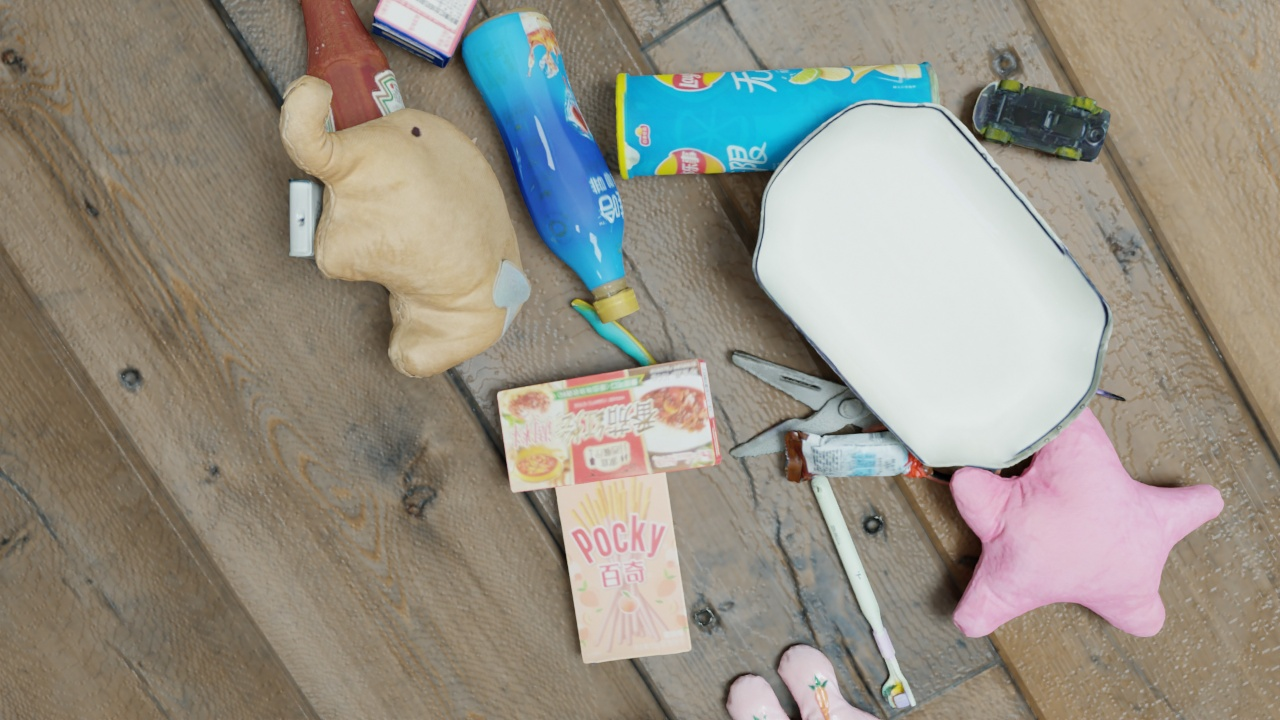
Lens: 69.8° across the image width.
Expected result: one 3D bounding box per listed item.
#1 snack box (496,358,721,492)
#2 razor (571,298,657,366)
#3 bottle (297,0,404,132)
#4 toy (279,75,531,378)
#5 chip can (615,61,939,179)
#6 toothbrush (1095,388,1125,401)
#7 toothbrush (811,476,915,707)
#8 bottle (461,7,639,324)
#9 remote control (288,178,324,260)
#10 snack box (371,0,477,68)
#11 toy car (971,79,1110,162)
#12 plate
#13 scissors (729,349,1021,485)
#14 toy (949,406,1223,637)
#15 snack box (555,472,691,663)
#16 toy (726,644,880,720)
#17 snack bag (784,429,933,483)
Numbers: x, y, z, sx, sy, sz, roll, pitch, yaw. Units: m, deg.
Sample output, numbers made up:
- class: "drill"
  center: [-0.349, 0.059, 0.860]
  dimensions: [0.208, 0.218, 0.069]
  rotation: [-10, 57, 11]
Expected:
- class: "snack box"
  center: [-0.023, 0.047, 0.650]
  dimensions: [0.153, 0.025, 0.075]
  rotation: [-9, 87, 16]
- class: "razor"
  center: [-0.004, 0.004, 0.675]
  dimensions: [0.028, 0.043, 0.132]
  rotation: [-38, 87, -3]
- class: "bottle"
  center: [-0.209, -0.211, 0.645]
  dimensions: [0.060, 0.059, 0.206]
  rotation: [-17, 96, 5]
- class: "toy"
  center: [-0.150, -0.097, 0.596]
  dimensions: [0.083, 0.143, 0.226]
  rotation: [5, 139, 32]
- class: "chip can"
  center: [0.090, -0.164, 0.629]
  dimensions: [0.210, 0.071, 0.071]
  rotation: [-2, 97, 3]
- class: "toothbrush"
  center: [0.265, -0.002, 0.669]
  dimensions: [0.189, 0.014, 0.017]
  rotation: [18, 103, 0]
- class: "toothbrush"
  center: [0.166, 0.174, 0.693]
  dimensions: [0.020, 0.029, 0.189]
  rotation: [-24, 95, -37]
- class: "bottle"
  center: [-0.056, -0.131, 0.643]
  dimensions: [0.065, 0.065, 0.218]
  rotation: [-21, 95, 5]
- class: "remote control"
  center: [-0.218, -0.093, 0.626]
  dimensions: [0.024, 0.125, 0.049]
  rotation: [0, 95, -7]
- class: "snack box"
  center: [-0.114, -0.303, 0.614]
  dimensions: [0.058, 0.057, 0.207]
  rotation: [25, 91, -19]
- class: "toy car"
  center: [0.275, -0.165, 0.638]
  dimensions: [0.090, 0.035, 0.042]
  rotation: [15, 96, 1]
- class: "plate"
  center: [0.190, -0.046, 0.607]
  dimensions: [0.162, 0.034, 0.265]
  rotation: [-43, 101, 9]
- class: "scissors"
  center: [0.174, 0.034, 0.671]
  dimensions: [0.225, 0.015, 0.189]
  rotation: [-34, 101, 14]
- class: "toy"
  center: [0.315, 0.113, 0.651]
  dimensions: [0.194, 0.074, 0.178]
  rotation: [-1, 98, -1]
- class: "snack box"
  center: [-0.014, 0.147, 0.694]
  dimensions: [0.084, 0.026, 0.157]
  rotation: [-8, 97, 4]
- class: "toy"
  center: [0.135, 0.301, 0.696]
  dimensions: [0.121, 0.054, 0.159]
  rotation: [-34, 86, 6]
- class: "snack bag"
  center: [0.157, 0.068, 0.661]
  dimensions: [0.105, 0.026, 0.045]
  rotation: [-4, 118, 10]
